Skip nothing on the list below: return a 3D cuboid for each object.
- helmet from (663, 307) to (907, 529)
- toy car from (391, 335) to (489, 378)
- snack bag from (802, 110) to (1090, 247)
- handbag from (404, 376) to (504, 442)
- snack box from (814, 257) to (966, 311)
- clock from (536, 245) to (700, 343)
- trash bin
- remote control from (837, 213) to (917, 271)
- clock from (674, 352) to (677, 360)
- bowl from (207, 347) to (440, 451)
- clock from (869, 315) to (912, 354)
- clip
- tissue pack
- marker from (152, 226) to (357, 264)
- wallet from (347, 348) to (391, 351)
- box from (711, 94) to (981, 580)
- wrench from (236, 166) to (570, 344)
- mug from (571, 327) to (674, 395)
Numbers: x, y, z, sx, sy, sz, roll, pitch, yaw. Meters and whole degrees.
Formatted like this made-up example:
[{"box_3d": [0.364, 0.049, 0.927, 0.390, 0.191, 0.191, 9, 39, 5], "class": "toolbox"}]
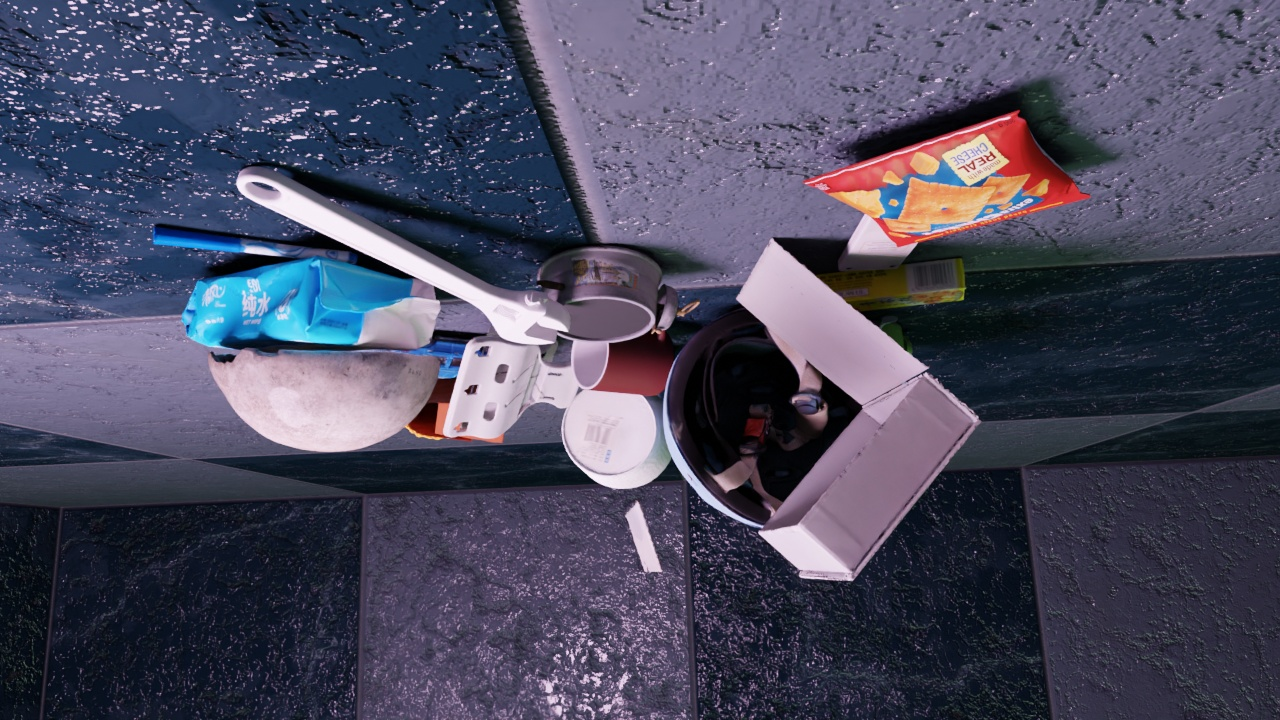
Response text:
[{"box_3d": [0.151, 0.068, 0.944, 0.265, 0.225, 0.167, 25, 168, 2], "class": "helmet"}, {"box_3d": [-0.207, -0.004, 0.981, 0.120, 0.043, 0.056, 4, 166, -26], "class": "toy car"}, {"box_3d": [0.195, -0.111, 0.579, 0.131, 0.039, 0.144, -12, 162, 37], "class": "snack bag"}, {"box_3d": [-0.229, 0.056, 1.075, 0.108, 0.060, 0.172, 6, -171, -21], "class": "handbag"}, {"box_3d": [0.210, -0.064, 0.816, 0.148, 0.029, 0.040, -6, 167, 16], "class": "snack box"}, {"box_3d": [-0.020, -0.053, 0.764, 0.147, 0.056, 0.104, 6, 157, -16], "class": "clock"}, {"box_3d": [-0.028, 0.085, 1.076, 0.133, 0.133, 0.161, -3, 172, 4], "class": "trash bin"}, {"box_3d": [0.190, -0.096, 0.709, 0.050, 0.011, 0.136, -3, 168, 1], "class": "remote control"}, {"box_3d": [-0.006, 0.006, 1.071, 0.099, 0.043, 0.130, 9, 170, -41], "class": "clock"}, {"box_3d": [-0.254, 0.033, 0.750, 0.178, 0.081, 0.178, 1, 179, 0], "class": "bowl"}, {"box_3d": [0.251, -0.013, 1.020, 0.094, 0.042, 0.119, -6, 167, 21], "class": "clock"}, {"box_3d": [-0.135, 0.019, 0.961, 0.143, 0.075, 0.125, -11, 135, -44], "class": "clip"}, {"box_3d": [-0.269, -0.038, 0.738, 0.210, 0.066, 0.116, -4, 174, 37], "class": "tissue pack"}, {"box_3d": [-0.284, -0.084, 0.684, 0.141, 0.013, 0.013, 4, 166, -28], "class": "marker"}, {"box_3d": [-0.299, -0.001, 1.022, 0.089, 0.026, 0.115, 9, 163, -34], "class": "wallet"}, {"box_3d": [0.143, -0.014, 0.788, 0.171, 0.380, 0.167, -17, 169, -8], "class": "box"}, {"box_3d": [-0.155, -0.068, 0.654, 0.066, 0.018, 0.273, -15, 150, 39], "class": "wrench"}, {"box_3d": [-0.010, -0.013, 0.941, 0.082, 0.073, 0.106, 7, 136, -34], "class": "mug"}]
